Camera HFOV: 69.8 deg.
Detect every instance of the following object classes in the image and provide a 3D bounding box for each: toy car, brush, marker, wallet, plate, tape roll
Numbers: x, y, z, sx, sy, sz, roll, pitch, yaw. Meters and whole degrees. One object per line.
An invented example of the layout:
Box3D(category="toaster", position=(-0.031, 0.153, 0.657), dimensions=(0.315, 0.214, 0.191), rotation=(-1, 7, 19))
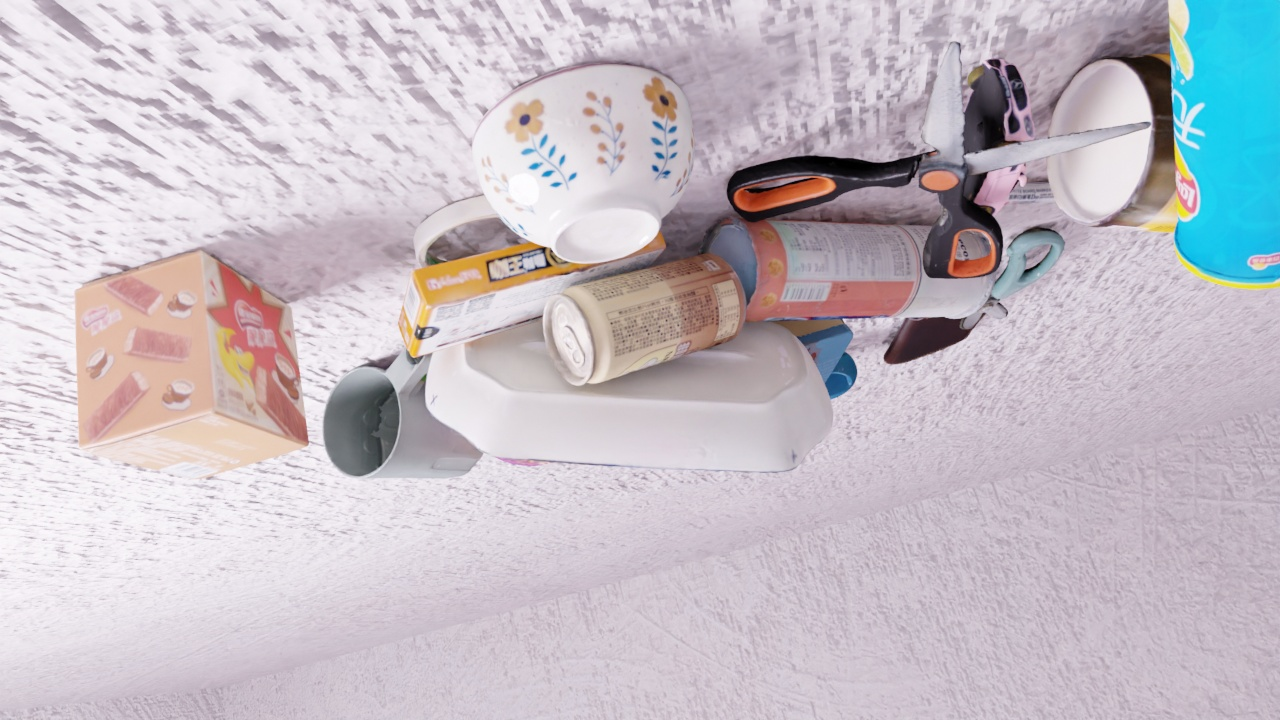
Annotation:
Box3D(category="toy car", position=(0.203, -0.123, 0.527), dimensions=(0.037, 0.056, 0.122), rotation=(-11, 162, 4))
Box3D(category="brush", position=(0.145, 0.020, 0.903), dimensions=(0.144, 0.055, 0.073), rotation=(-12, 163, -5))
Box3D(category="marker", position=(0.290, -0.121, 0.660), dimensions=(0.145, 0.017, 0.017), rotation=(-7, 160, -21))
Box3D(category="wallet", position=(0.300, -0.034, 0.918), dimensions=(0.096, 0.020, 0.122), rotation=(-18, 161, -4))
Box3D(category="plate", position=(-0.004, 0.003, 0.594), dimensions=(0.265, 0.161, 0.034), rotation=(4, 126, -5))
Box3D(category="tape roll", position=(-0.089, -0.070, 0.539), dimensions=(0.086, 0.014, 0.086), rotation=(-13, 162, -4))

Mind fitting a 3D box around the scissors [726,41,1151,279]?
Box3D(category="scissors", position=(0.153, -0.100, 0.509), dimensions=(0.221, 0.021, 0.233), rotation=(2, 160, 24))

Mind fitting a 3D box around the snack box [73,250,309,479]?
Box3D(category="snack box", position=(-0.249, 0.006, 0.516), dimensions=(0.077, 0.094, 0.093), rotation=(-16, 161, 6))

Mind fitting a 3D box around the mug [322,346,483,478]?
Box3D(category="mug", position=(-0.169, 0.038, 0.715), dimensions=(0.124, 0.083, 0.103), rotation=(-48, 152, 15))

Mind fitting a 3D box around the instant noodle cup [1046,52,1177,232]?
Box3D(category="instant noodle cup", position=(0.310, -0.123, 0.523), dimensions=(0.114, 0.118, 0.119), rotation=(-3, 160, -9))

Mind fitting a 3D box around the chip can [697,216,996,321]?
Box3D(category="chip can", position=(0.147, -0.063, 0.640), dimensions=(0.214, 0.071, 0.071), rotation=(-3, 159, -29))

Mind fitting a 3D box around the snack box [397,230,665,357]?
Box3D(category="snack box", position=(-0.065, -0.045, 0.550), dimensions=(0.153, 0.026, 0.075), rotation=(-18, 167, -26))

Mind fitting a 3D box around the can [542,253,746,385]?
Box3D(category="can", position=(0.004, -0.026, 0.555), dimensions=(0.116, 0.058, 0.059), rotation=(-17, 166, -31))

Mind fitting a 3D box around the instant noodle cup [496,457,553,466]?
Box3D(category="instant noodle cup", position=(-0.070, 0.030, 0.704), dimensions=(0.111, 0.111, 0.099), rotation=(-16, 167, 6))

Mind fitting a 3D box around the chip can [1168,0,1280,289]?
Box3D(category="chip can", position=(0.265, -0.127, 0.391), dimensions=(0.071, 0.071, 0.210), rotation=(-19, 132, 15))

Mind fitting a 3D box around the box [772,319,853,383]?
Box3D(category="box", position=(0.075, 0.003, 0.720), dimensions=(0.183, 0.062, 0.090), rotation=(-19, 147, -29))

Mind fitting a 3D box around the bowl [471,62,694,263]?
Box3D(category="bowl", position=(-0.023, -0.088, 0.459), dimensions=(0.113, 0.062, 0.113), rotation=(-13, 161, -5))

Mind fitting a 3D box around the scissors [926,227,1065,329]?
Box3D(category="scissors", position=(0.288, -0.059, 0.815), dimensions=(0.172, 0.019, 0.177), rotation=(-12, 157, -5))
